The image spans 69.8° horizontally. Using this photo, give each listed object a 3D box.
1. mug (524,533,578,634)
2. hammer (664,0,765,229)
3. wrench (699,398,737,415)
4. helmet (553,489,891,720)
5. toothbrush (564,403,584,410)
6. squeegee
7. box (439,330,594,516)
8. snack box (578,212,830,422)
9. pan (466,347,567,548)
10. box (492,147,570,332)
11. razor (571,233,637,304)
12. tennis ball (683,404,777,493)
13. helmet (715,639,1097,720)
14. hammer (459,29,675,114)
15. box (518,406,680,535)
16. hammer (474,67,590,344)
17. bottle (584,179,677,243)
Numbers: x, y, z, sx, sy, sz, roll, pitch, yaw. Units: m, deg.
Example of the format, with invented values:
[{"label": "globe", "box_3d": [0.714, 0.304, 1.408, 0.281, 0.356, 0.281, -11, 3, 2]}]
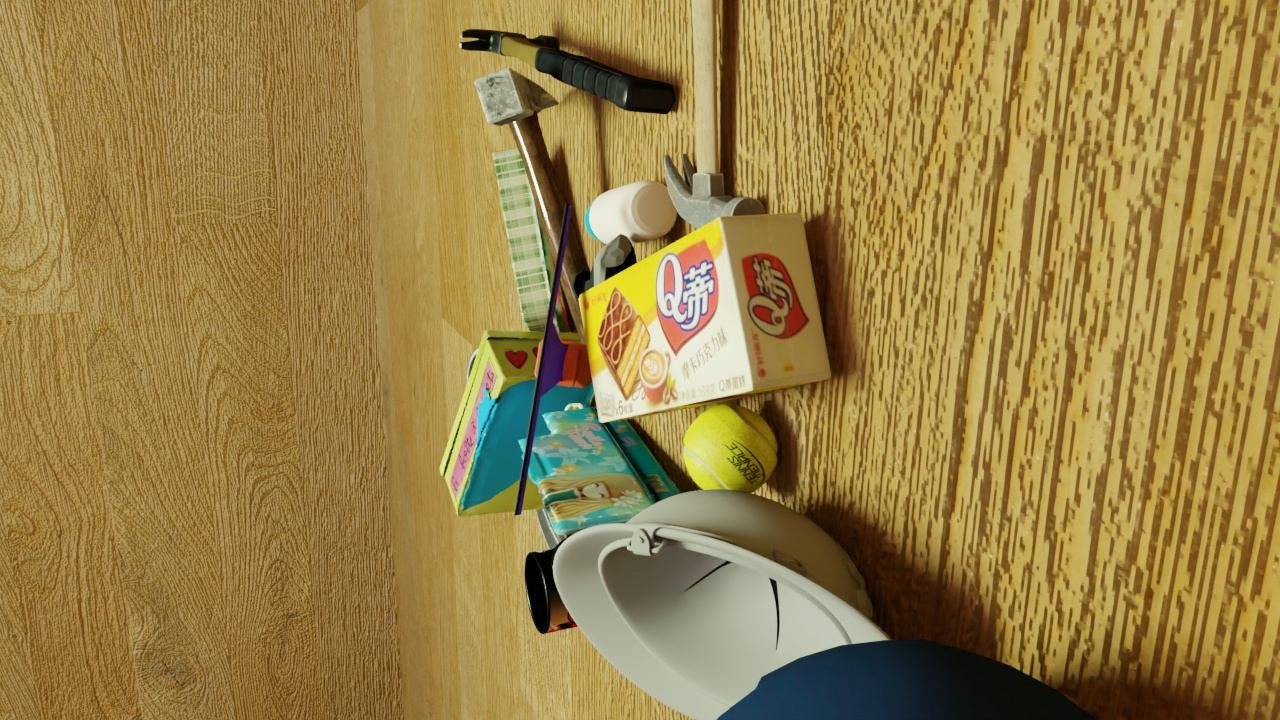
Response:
[{"label": "mug", "box_3d": [-0.058, 0.216, 0.933, 0.081, 0.098, 0.118, -120, 33, -45]}, {"label": "hammer", "box_3d": [0.043, -0.255, 0.647, 0.119, 0.030, 0.331, -151, 54, -64]}, {"label": "wrench", "box_3d": [0.062, 0.069, 0.714, 0.084, 0.018, 0.273, -149, 56, -63]}, {"label": "helmet", "box_3d": [0.073, 0.143, 0.591, 0.272, 0.117, 0.183, -6, 118, 45]}, {"label": "toothbrush", "box_3d": [-0.062, 0.100, 0.979, 0.155, 0.022, 0.015, 85, -173, -46]}, {"label": "squeegee", "box_3d": [-0.064, 0.002, 0.813, 0.185, 0.055, 0.249, 74, -154, -90]}, {"label": "box", "box_3d": [-0.136, 0.070, 1.022, 0.080, 0.124, 0.222, 59, 140, 41]}, {"label": "snack box", "box_3d": [0.033, -0.022, 0.654, 0.231, 0.061, 0.110, -18, 80, 63]}, {"label": "pan", "box_3d": [-0.145, 0.133, 1.188, 0.356, 0.055, 0.188, 55, 143, 28]}, {"label": "box", "box_3d": [-0.119, -0.127, 1.028, 0.118, 0.049, 0.205, 81, 178, -73]}, {"label": "razor", "box_3d": [-0.025, -0.070, 0.809, 0.057, 0.060, 0.156, -58, 6, -15]}, {"label": "tennis ball", "box_3d": [0.063, 0.064, 0.647, 0.065, 0.065, 0.065, 174, 90, -68]}, {"label": "helmet", "box_3d": [0.113, 0.248, 0.383, 0.222, 0.232, 0.272, -47, -44, -67]}, {"label": "hammer", "box_3d": [-0.074, -0.277, 0.859, 0.333, 0.117, 0.025, 41, 128, 52]}, {"label": "box", "box_3d": [-0.045, 0.126, 0.828, 0.227, 0.121, 0.098, -131, 41, -63]}, {"label": "hammer", "box_3d": [-0.076, -0.135, 0.931, 0.217, 0.037, 0.300, -62, -46, -78]}, {"label": "bottle", "box_3d": [-0.017, -0.127, 0.811, 0.146, 0.051, 0.051, -172, 77, -67]}]
